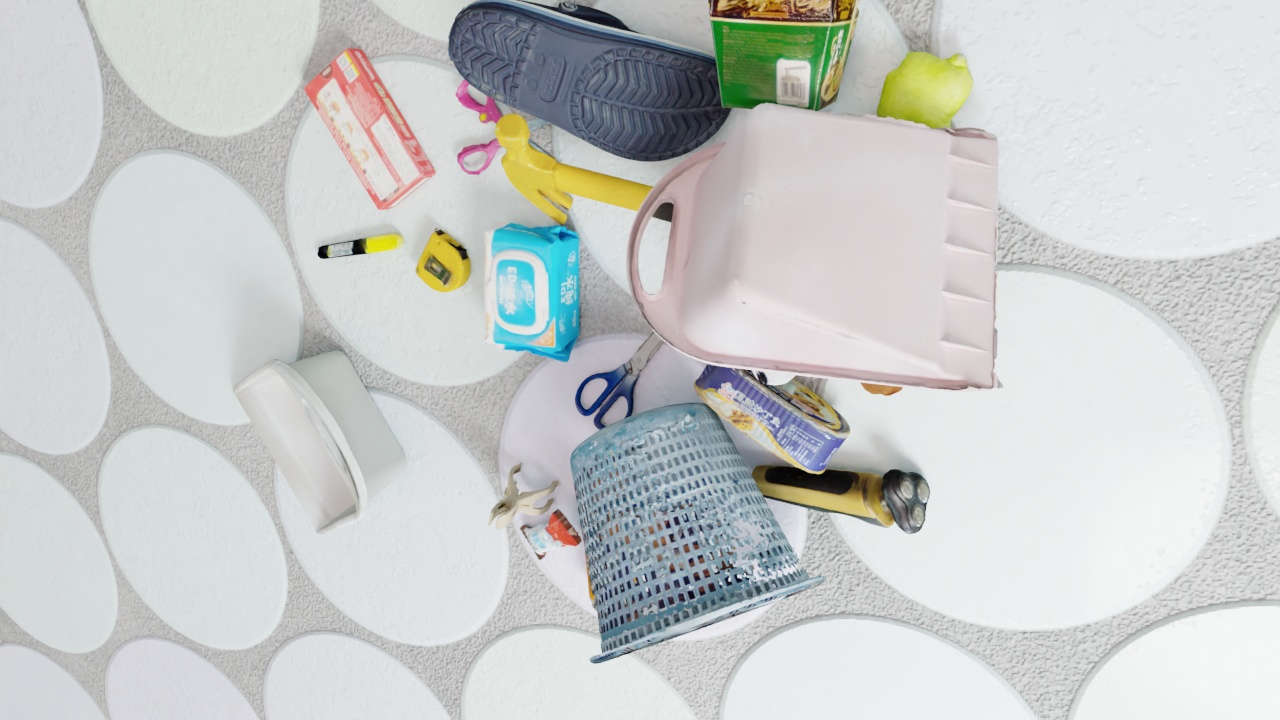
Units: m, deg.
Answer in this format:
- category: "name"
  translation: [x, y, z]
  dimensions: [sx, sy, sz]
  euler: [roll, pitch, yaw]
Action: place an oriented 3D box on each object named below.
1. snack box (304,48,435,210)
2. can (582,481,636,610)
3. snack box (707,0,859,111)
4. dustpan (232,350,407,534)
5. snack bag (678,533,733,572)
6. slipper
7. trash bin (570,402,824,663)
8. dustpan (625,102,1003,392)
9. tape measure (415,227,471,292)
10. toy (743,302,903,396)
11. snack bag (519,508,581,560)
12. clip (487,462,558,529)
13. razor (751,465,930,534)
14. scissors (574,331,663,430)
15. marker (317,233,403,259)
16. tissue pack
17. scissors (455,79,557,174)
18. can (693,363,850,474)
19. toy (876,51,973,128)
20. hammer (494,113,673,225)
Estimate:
- category: "snack box"
  translation: [-0.286, -0.243, 0.969]
  dimensions: [0.075, 0.025, 0.153]
  euler: [-29, 94, 29]
- category: "can"
  translation: [-0.032, 0.198, 0.991]
  dimensions: [0.058, 0.058, 0.146]
  euler: [3, 109, 22]
- category: "snack box"
  translation: [0.117, -0.258, 0.743]
  dimensions: [0.118, 0.117, 0.106]
  euler: [10, 116, 23]
- category: "dustpan"
  translation: [-0.395, 0.101, 1.070]
  dimensions: [0.258, 0.142, 0.222]
  euler: [-26, 96, 27]
- category: "snack bag"
  translation: [0.048, 0.201, 0.976]
  dimensions: [0.105, 0.026, 0.045]
  euler: [2, 105, 21]
- category: "slipper"
  translation: [-0.043, -0.257, 0.820]
  dimensions: [0.253, 0.095, 0.105]
  euler: [14, 129, -5]
- category: "trash bin"
  translation: [0.032, 0.153, 0.863]
  dimensions: [0.227, 0.226, 0.195]
  euler: [-29, 71, 28]
- category: "dustpan"
  translation: [0.135, -0.089, 0.737]
  dimensions: [0.273, 0.222, 0.139]
  euler: [15, 160, -10]
- category: "tape measure"
  translation: [-0.212, -0.102, 0.984]
  dimensions: [0.057, 0.028, 0.060]
  euler: [38, 118, 7]
- category: "toy"
  translation: [0.141, -0.030, 0.794]
  dimensions: [0.200, 0.130, 0.140]
  euler: [15, 151, 10]
- category: "snack bag"
  translation: [-0.103, 0.196, 1.027]
  dimensions: [0.048, 0.026, 0.104]
  euler: [56, 147, 2]
- category: "clip"
  translation: [-0.123, 0.154, 1.004]
  dimensions: [0.096, 0.101, 0.035]
  euler: [13, 113, -10]
- category: "razor"
  translation: [0.188, 0.123, 0.876]
  dimensions: [0.168, 0.062, 0.068]
  euler: [5, 141, 27]
- category: "scissors"
  translation: [-0.014, -0.002, 0.943]
  dimensions: [0.105, 0.012, 0.175]
  euler: [21, 113, 15]
- category: "marker"
  translation: [-0.315, -0.127, 1.029]
  dimensions: [0.124, 0.015, 0.018]
  euler: [-4, 105, 27]
- category: "tissue pack"
  translation: [-0.111, -0.072, 0.931]
  dimensions: [0.090, 0.063, 0.140]
  euler: [10, 111, 20]
- category: "scissors"
  translation: [-0.137, -0.222, 0.919]
  dimensions: [0.133, 0.017, 0.125]
  euler: [36, 116, 4]
- category: "can"
  translation: [0.123, 0.043, 0.864]
  dimensions: [0.148, 0.074, 0.049]
  euler: [35, 114, 11]
- category: "toy"
  translation: [0.230, -0.203, 0.758]
  dimensions: [0.097, 0.031, 0.100]
  euler: [-21, 102, 25]
- category: "hammer"
  translation: [0.015, -0.144, 0.833]
  dimensions: [0.301, 0.129, 0.032]
  euler: [17, 70, 12]
